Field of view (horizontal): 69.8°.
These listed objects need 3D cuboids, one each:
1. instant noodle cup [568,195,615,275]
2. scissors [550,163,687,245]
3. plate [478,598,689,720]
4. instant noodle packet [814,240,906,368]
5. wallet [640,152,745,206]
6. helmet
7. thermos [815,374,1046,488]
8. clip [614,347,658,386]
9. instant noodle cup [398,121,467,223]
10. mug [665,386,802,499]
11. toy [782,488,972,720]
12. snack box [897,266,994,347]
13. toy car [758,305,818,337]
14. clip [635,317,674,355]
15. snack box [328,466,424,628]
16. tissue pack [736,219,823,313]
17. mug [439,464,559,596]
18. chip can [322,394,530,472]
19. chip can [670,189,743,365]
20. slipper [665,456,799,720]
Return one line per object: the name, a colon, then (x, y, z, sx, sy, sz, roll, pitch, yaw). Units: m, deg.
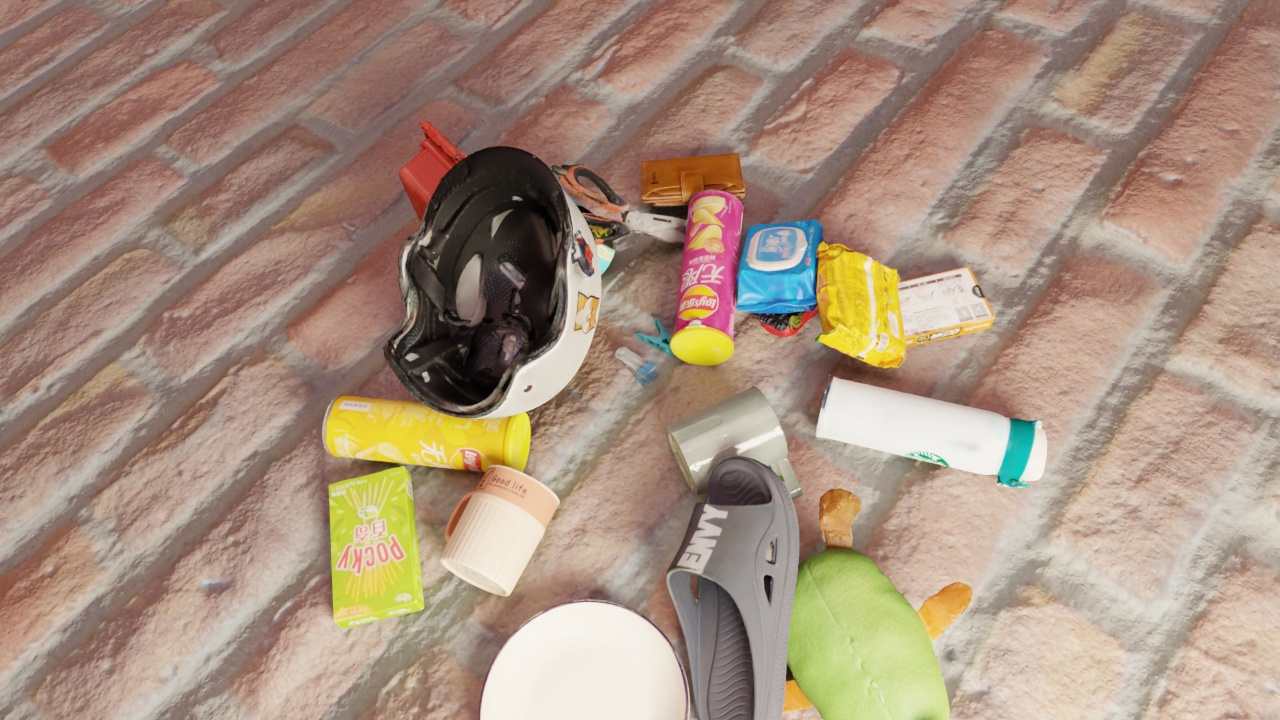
instant noodle cup: (-0.107, -0.159, 1.120, 0.111, 0.111, 0.120, -31, 52, -14)
scissors: (-0.020, -0.177, 1.081, 0.206, 0.015, 0.201, 50, 47, -14)
plate: (-0.050, 0.317, 0.838, 0.192, 0.039, 0.192, -4, 57, 6)
instant noodle packet: (0.237, -0.058, 0.998, 0.110, 0.044, 0.128, 19, 57, -21)
wallet: (0.066, -0.226, 1.168, 0.131, 0.035, 0.118, -4, 35, 3)
helmet: (-0.131, -0.066, 0.961, 0.230, 0.156, 0.273, 3, 78, 31)
thermos: (0.298, 0.074, 0.944, 0.224, 0.073, 0.073, 13, 60, 13)
clip: (-0.007, 0.004, 1.050, 0.058, 0.042, 0.026, 37, 69, 28)
instant noodle cup: (-0.218, -0.181, 1.093, 0.079, 0.165, 0.189, -33, 50, -14)
mug: (0.096, 0.102, 0.947, 0.103, 0.084, 0.124, -22, 83, -7)
toy: (0.190, 0.252, 0.825, 0.227, 0.090, 0.246, -34, 63, 13)
snack box: (0.316, -0.056, 1.048, 0.154, 0.026, 0.075, -13, 58, -2)
toy car: (0.186, -0.065, 1.061, 0.106, 0.031, 0.049, -40, 44, -23)
clip: (0.024, -0.025, 1.067, 0.032, 0.013, 0.054, -41, 63, -18)
snack box: (-0.276, 0.192, 0.953, 0.086, 0.026, 0.156, -13, 57, -2)
tissue pack: (0.161, -0.110, 1.058, 0.095, 0.052, 0.156, -3, 40, 18)
mug: (-0.153, 0.170, 0.929, 0.115, 0.081, 0.105, 3, 55, 40)
chip can: (-0.230, 0.080, 0.992, 0.213, 0.072, 0.071, 5, 58, 9)
chip can: (0.080, -0.100, 1.075, 0.071, 0.071, 0.210, 3, 57, 8)
slipper: (0.078, 0.213, 0.825, 0.111, 0.083, 0.267, -16, 63, 46)
